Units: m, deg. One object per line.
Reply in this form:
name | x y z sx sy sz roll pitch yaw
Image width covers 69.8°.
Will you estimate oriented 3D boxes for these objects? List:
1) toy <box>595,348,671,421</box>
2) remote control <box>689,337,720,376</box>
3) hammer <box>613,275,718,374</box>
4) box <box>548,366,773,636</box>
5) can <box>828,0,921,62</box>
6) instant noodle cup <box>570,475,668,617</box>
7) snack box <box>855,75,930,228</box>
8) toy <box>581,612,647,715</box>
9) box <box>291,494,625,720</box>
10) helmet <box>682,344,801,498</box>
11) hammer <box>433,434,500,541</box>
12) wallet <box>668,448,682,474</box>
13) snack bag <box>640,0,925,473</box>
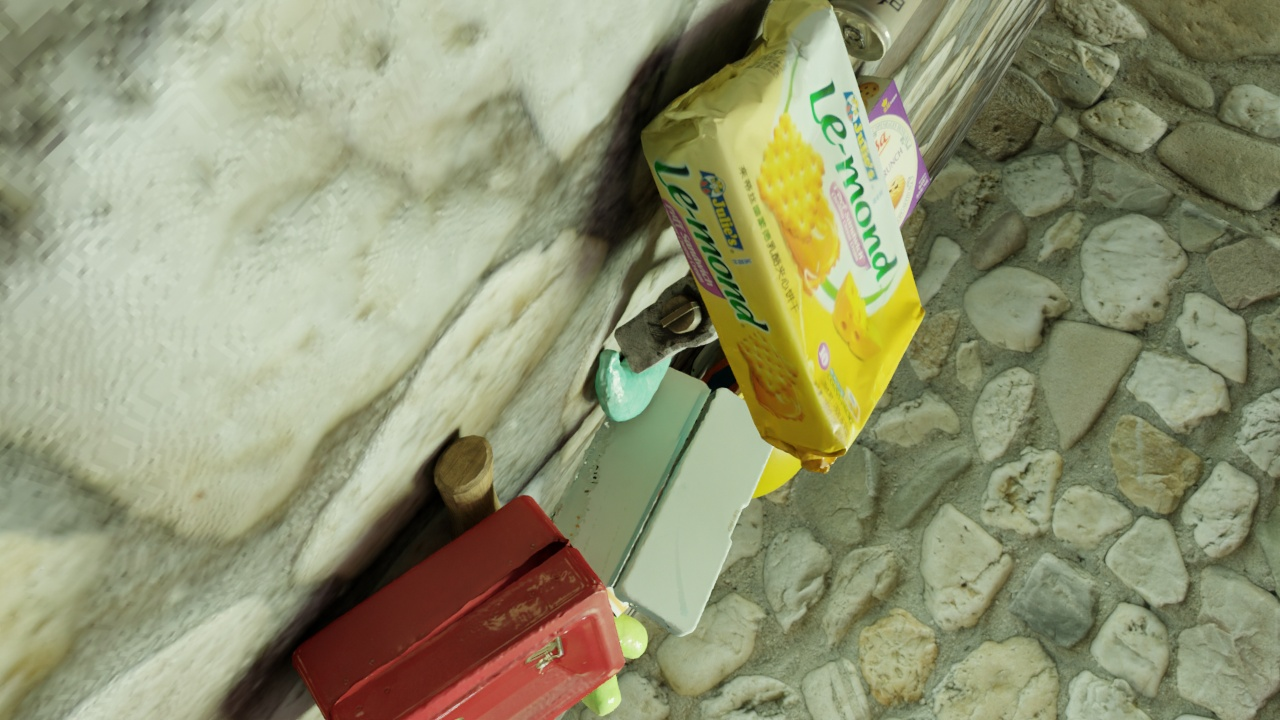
toy | -0.004 0.004 0.704 0.105 0.033 0.085 -47 151 -44
remote control | 0.100 -0.044 1.033 0.146 0.008 0.045 -52 168 -20
hammer | 0.107 -0.054 0.729 0.122 0.049 0.317 -32 171 33
box | 0.019 0.096 0.710 0.196 0.134 0.041 -60 -177 -33
can | 0.183 -0.278 0.635 0.135 0.054 0.054 -55 168 -4
instant noodle cup | -0.017 0.166 0.875 0.121 0.123 0.123 -47 166 -16
snack box | 0.217 -0.175 0.903 0.143 0.041 0.148 -55 136 -13
toy | -0.094 0.300 0.913 0.197 0.107 0.149 -22 -167 30
box | -0.098 0.166 0.521 0.157 0.092 0.129 -30 149 -19
helmet | 0.131 0.068 1.003 0.208 0.139 0.240 -53 -172 -14
hammer | -0.109 0.131 0.614 0.132 0.040 0.306 -54 168 -27
wallet | 0.020 0.104 0.914 0.026 0.089 0.115 -58 168 -20
snack bag | 0.089 -0.067 0.532 0.159 0.068 0.247 -50 125 -41
